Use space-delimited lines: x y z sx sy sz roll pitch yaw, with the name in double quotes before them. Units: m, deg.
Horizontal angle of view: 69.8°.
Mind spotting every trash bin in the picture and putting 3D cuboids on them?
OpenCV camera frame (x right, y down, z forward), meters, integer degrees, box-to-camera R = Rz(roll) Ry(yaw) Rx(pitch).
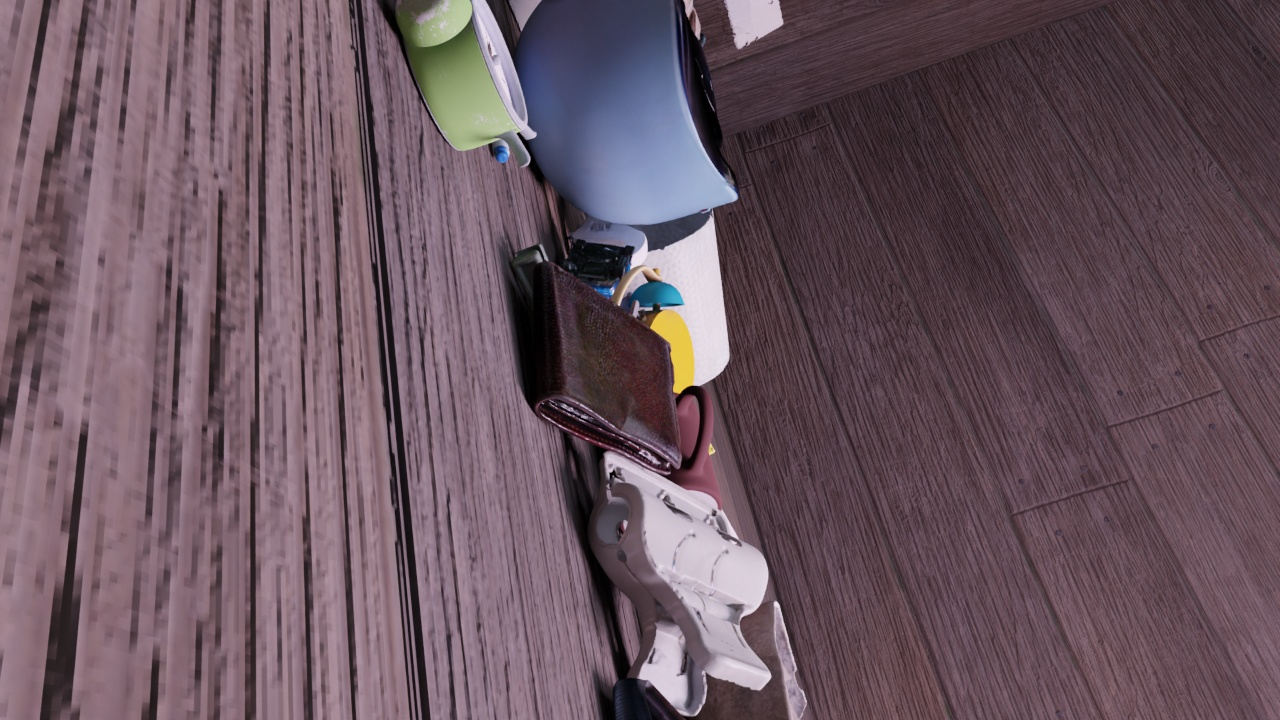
"trash bin" 0.023 -0.063 0.918 0.133 0.133 0.161 -97 172 -60

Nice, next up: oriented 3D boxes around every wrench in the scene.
"wrench" -0.049 -0.167 0.887 0.273 0.066 0.018 -108 -169 -47

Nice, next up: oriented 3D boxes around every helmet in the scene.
"helmet" -0.020 -0.227 0.776 0.265 0.167 0.226 -94 167 -59

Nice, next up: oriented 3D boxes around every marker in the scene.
"marker" -0.104 -0.189 0.655 0.013 0.013 0.141 64 10 -50

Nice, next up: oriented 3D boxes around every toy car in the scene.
"toy car" -0.037 -0.065 0.724 0.120 0.056 0.044 -78 175 -67

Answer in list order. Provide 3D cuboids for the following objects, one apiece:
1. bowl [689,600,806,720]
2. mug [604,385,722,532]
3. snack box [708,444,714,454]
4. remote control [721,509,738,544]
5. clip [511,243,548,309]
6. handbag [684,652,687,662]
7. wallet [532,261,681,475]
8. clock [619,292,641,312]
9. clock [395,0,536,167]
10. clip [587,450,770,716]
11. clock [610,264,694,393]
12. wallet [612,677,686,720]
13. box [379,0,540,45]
"bowl" 0.077 0.264 0.638 0.178 0.081 0.178 -13 89 -83
"mug" 0.022 0.066 0.644 0.073 0.106 0.082 13 44 -28
"snack box" 0.026 0.060 0.821 0.040 0.029 0.148 61 -8 -9
"remote control" 0.035 0.105 0.790 0.136 0.011 0.050 43 -13 45
"clip" -0.058 -0.035 0.582 0.045 0.023 0.076 -88 157 -67
"handbag" 0.045 0.175 0.733 0.172 0.060 0.108 64 7 -54
"wallet" -0.021 0.007 0.556 0.120 0.031 0.099 31 43 -40
"clock" -0.004 0.005 0.784 0.147 0.056 0.104 -104 173 -49
"clock" -0.098 -0.166 0.504 0.094 0.042 0.119 -97 168 -65
"clip" 0.027 0.130 0.543 0.124 0.075 0.144 31 35 -35
"clock" 0.008 -0.008 0.697 0.098 0.044 0.130 -60 138 -44
"wallet" 0.015 0.221 0.470 0.115 0.026 0.089 64 10 -51
"box" -0.081 -0.421 0.950 0.171 0.380 0.167 55 -7 43
